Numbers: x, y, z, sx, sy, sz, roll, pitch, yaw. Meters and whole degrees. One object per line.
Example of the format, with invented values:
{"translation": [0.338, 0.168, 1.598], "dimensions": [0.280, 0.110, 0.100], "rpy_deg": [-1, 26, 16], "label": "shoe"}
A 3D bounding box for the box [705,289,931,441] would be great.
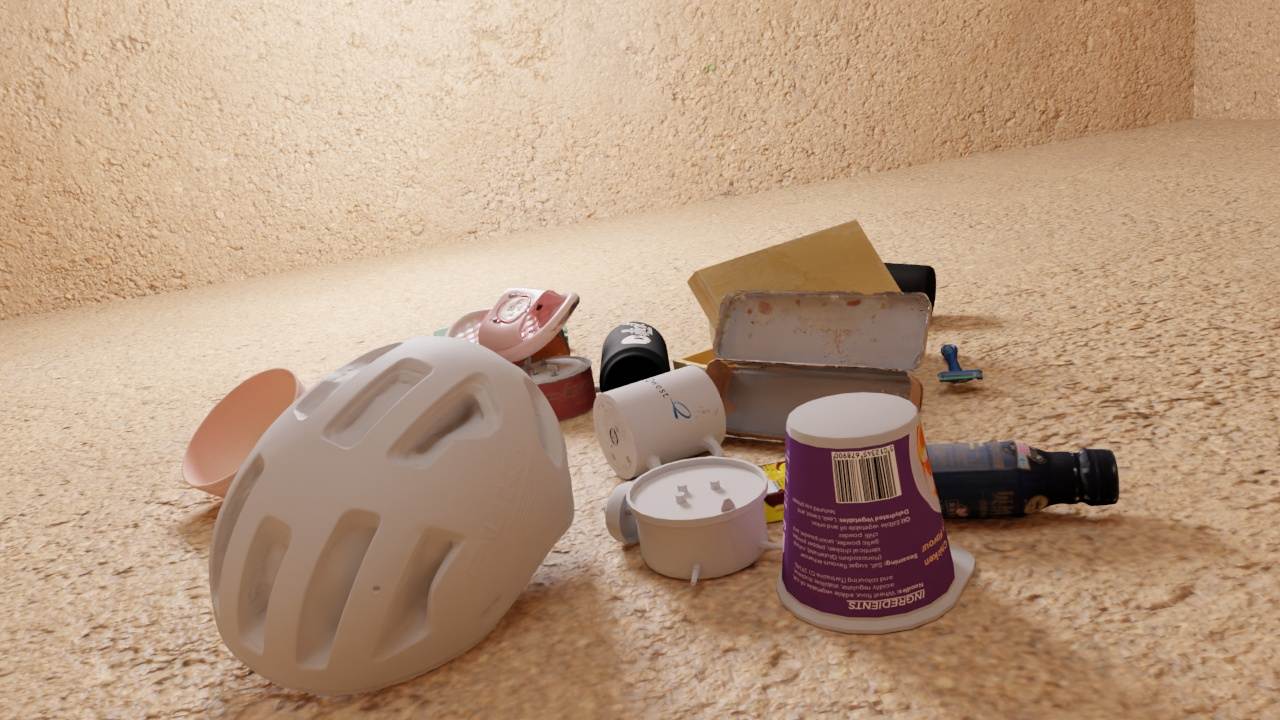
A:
{"translation": [0.160, 0.004, 0.865], "dimensions": [0.217, 0.150, 0.043], "rpy_deg": [3, -8, 37], "label": "box"}

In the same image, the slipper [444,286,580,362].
{"translation": [-0.166, -0.044, 1.126], "dimensions": [0.222, 0.056, 0.106], "rpy_deg": [-7, 42, 41], "label": "slipper"}

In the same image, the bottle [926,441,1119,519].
{"translation": [0.259, 0.087, 0.671], "dimensions": [0.161, 0.056, 0.056], "rpy_deg": [-4, 17, 17], "label": "bottle"}

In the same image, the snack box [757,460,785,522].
{"translation": [0.164, 0.096, 0.749], "dimensions": [0.149, 0.026, 0.061], "rpy_deg": [-10, 17, -3], "label": "snack box"}

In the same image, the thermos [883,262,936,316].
{"translation": [0.279, -0.096, 1.237], "dimensions": [0.219, 0.106, 0.105], "rpy_deg": [6, 21, 30], "label": "thermos"}

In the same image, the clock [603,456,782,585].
{"translation": [0.036, 0.111, 0.707], "dimensions": [0.119, 0.061, 0.159], "rpy_deg": [-15, 18, -20], "label": "clock"}

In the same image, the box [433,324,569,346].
{"translation": [-0.203, -0.038, 1.333], "dimensions": [0.188, 0.080, 0.077], "rpy_deg": [-15, 18, -20], "label": "box"}

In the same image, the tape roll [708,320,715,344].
{"translation": [0.110, -0.047, 1.158], "dimensions": [0.019, 0.094, 0.093], "rpy_deg": [-2, 17, 24], "label": "tape roll"}

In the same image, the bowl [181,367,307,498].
{"translation": [-0.395, 0.088, 0.965], "dimensions": [0.153, 0.076, 0.152], "rpy_deg": [-20, 43, 20], "label": "bowl"}

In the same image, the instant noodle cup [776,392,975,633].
{"translation": [0.151, 0.090, 0.602], "dimensions": [0.136, 0.122, 0.122], "rpy_deg": [-12, 16, -9], "label": "instant noodle cup"}

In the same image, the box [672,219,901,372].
{"translation": [0.176, -0.040, 1.046], "dimensions": [0.247, 0.185, 0.142], "rpy_deg": [-20, 40, -31], "label": "box"}

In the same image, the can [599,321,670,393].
{"translation": [-0.006, 0.006, 1.062], "dimensions": [0.080, 0.080, 0.146], "rpy_deg": [-9, 16, 2], "label": "can"}

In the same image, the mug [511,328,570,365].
{"translation": [-0.146, -0.005, 1.202], "dimensions": [0.111, 0.085, 0.081], "rpy_deg": [-41, 19, 2], "label": "mug"}

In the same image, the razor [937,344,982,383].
{"translation": [0.338, 0.005, 0.985], "dimensions": [0.044, 0.018, 0.140], "rpy_deg": [-5, 13, 15], "label": "razor"}

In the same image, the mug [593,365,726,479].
{"translation": [0.026, 0.068, 0.853], "dimensions": [0.096, 0.083, 0.119], "rpy_deg": [-17, 46, -25], "label": "mug"}

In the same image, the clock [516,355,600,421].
{"translation": [-0.125, 0.033, 1.072], "dimensions": [0.156, 0.062, 0.110], "rpy_deg": [-20, 19, -32], "label": "clock"}

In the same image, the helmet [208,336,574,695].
{"translation": [-0.182, 0.104, 0.670], "dimensions": [0.224, 0.184, 0.281], "rpy_deg": [20, 56, 34], "label": "helmet"}
